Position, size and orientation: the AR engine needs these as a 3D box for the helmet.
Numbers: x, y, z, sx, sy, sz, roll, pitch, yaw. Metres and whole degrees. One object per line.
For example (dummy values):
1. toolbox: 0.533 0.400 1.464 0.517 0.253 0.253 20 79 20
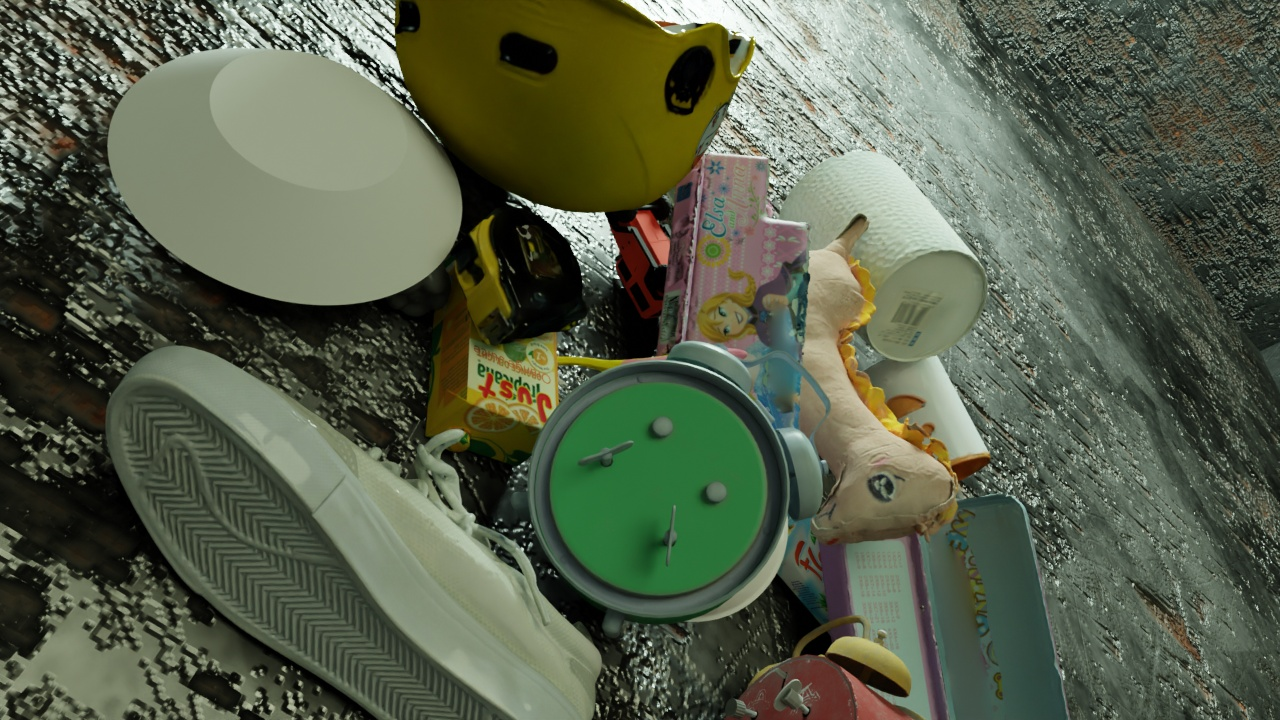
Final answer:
1. helmet: -0.054 -0.163 0.565 0.209 0.140 0.239 24 18 21

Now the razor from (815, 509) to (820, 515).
1. razor: 0.147 0.128 0.651 0.106 0.026 0.042 40 47 -1

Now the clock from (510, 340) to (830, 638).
1. clock: 0.024 0.053 0.453 0.161 0.075 0.122 -36 74 -13

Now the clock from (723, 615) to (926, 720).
1. clock: 0.086 0.197 0.467 0.081 0.117 0.158 38 42 -15

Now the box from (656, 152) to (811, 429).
1. box: 0.068 -0.027 0.598 0.084 0.091 0.230 28 61 -43

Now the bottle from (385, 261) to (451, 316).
1. bottle: -0.131 -0.077 0.519 0.036 0.036 0.109 14 51 -41

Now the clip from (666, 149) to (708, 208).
1. clip: 0.048 -0.172 0.810 0.090 0.027 0.162 5 58 -48

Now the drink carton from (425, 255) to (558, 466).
1. drink carton: -0.081 -0.004 0.511 0.058 0.041 0.122 24 45 -35

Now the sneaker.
1. sneaker: -0.105 0.080 0.384 0.242 0.090 0.090 49 31 -17

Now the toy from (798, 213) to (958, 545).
1. toy: 0.147 0.003 0.631 0.264 0.196 0.065 51 -6 47

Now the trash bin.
1. trash bin: 0.207 -0.086 0.785 0.133 0.133 0.161 28 23 -31

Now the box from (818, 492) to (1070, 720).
1. box: 0.189 0.195 0.572 0.062 0.140 0.214 73 13 -71

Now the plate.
1. plate: -0.169 -0.110 0.466 0.174 0.036 0.173 16 51 -21

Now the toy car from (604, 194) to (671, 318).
1. toy car: 0.007 -0.075 0.662 0.051 0.049 0.100 -14 72 -52

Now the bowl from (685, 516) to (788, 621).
1. bowl: 0.030 0.086 0.505 0.110 0.041 0.109 0 72 -2

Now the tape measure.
1. tape measure: -0.064 -0.046 0.493 0.071 0.042 0.072 -14 69 -49

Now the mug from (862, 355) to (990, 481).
1. mug: 0.237 0.054 0.787 0.082 0.082 0.105 6 55 -46

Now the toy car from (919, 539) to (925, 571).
1. toy car: 0.176 0.148 0.686 0.107 0.028 0.060 3 56 -27

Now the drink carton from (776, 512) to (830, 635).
1. drink carton: 0.133 0.155 0.616 0.129 0.039 0.044 50 55 -6

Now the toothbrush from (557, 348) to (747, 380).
1. toothbrush: -0.003 0.003 0.549 0.135 0.021 0.016 -3 67 -1
